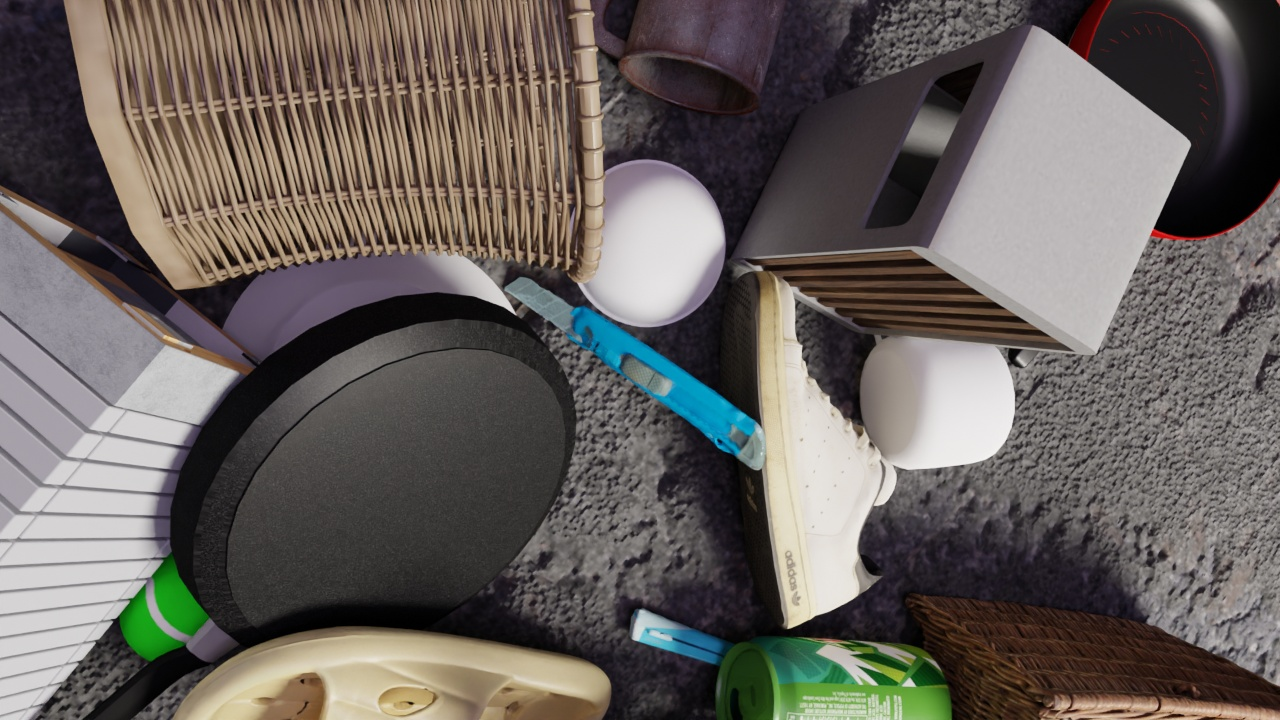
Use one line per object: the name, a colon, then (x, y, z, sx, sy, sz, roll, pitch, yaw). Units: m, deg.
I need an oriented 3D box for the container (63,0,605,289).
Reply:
container: (-0.135, -0.138, 0.452, 0.196, 0.227, 0.227, -9, 97, -10)

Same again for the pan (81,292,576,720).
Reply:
pan: (-0.178, 0.112, 0.485, 0.356, 0.034, 0.225, -41, 141, -12)

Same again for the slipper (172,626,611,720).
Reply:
slipper: (-0.117, 0.211, 0.514, 0.261, 0.079, 0.111, 16, 115, -38)

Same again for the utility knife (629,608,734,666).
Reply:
utility knife: (0.044, 0.197, 0.638, 0.117, 0.015, 0.022, 23, 94, -21)

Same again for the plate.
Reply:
plate: (-0.158, 0.015, 0.557, 0.188, 0.016, 0.188, -2, 95, -17)

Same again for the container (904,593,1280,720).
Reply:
container: (0.318, 0.292, 0.660, 0.249, 0.162, 0.183, 11, 95, -17)

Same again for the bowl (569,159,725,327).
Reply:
bowl: (0.011, -0.076, 0.589, 0.109, 0.040, 0.110, -2, 95, -17)

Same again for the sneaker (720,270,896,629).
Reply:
sneaker: (0.117, 0.057, 0.607, 0.102, 0.089, 0.241, -10, 102, -8)

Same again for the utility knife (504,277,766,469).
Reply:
utility knife: (-0.003, 0.003, 0.564, 0.196, 0.015, 0.031, 34, 114, 11)

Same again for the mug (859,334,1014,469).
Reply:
mug: (0.197, 0.017, 0.635, 0.068, 0.094, 0.115, -3, 58, -16)

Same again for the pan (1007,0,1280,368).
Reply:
pan: (0.361, -0.138, 0.680, 0.209, 0.067, 0.356, 40, 83, -17)

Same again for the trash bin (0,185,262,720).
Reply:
trash bin: (-0.313, 0.061, 0.422, 0.142, 0.142, 0.246, 37, 83, 8)

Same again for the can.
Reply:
can: (0.131, 0.233, 0.625, 0.144, 0.083, 0.083, 11, 91, -23)

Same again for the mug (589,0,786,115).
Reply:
mug: (0.028, -0.221, 0.566, 0.123, 0.096, 0.110, 16, 84, 13)

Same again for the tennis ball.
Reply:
tennis ball: (-0.254, 0.137, 0.512, 0.065, 0.065, 0.065, -2, 95, -17)

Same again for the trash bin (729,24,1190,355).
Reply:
trash bin: (0.166, -0.087, 0.538, 0.114, 0.229, 0.114, 27, 86, -18)
